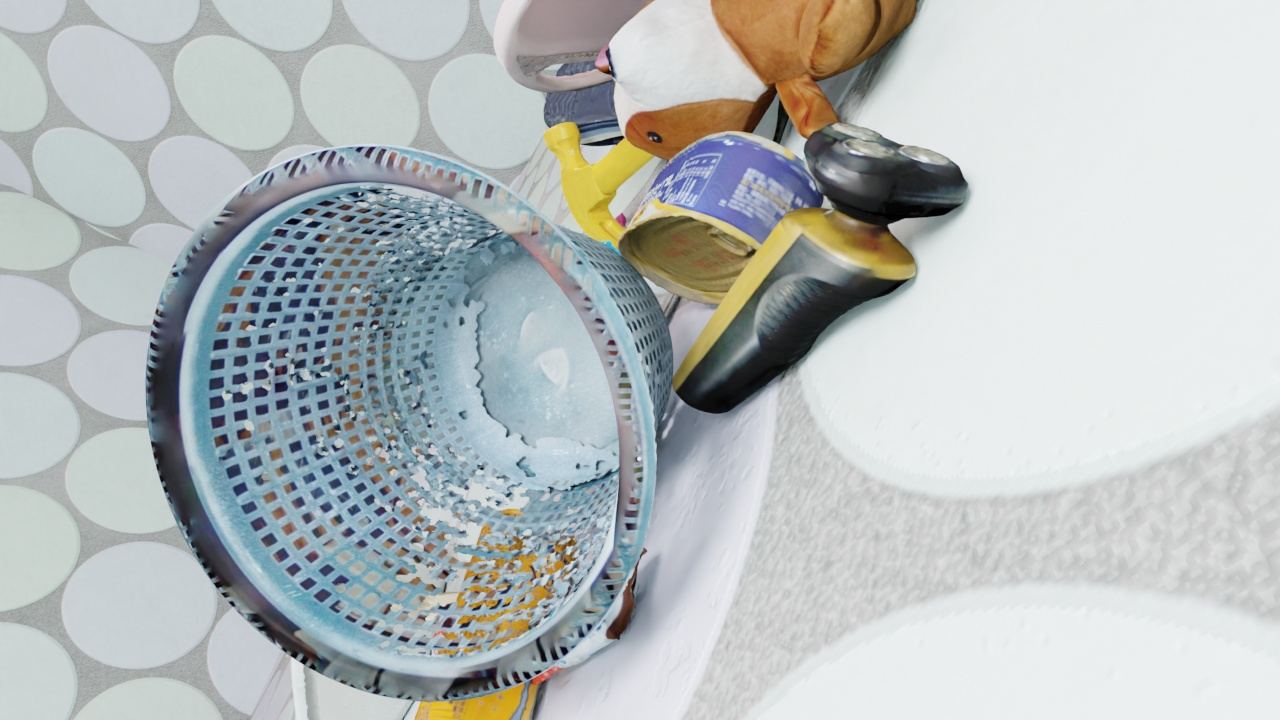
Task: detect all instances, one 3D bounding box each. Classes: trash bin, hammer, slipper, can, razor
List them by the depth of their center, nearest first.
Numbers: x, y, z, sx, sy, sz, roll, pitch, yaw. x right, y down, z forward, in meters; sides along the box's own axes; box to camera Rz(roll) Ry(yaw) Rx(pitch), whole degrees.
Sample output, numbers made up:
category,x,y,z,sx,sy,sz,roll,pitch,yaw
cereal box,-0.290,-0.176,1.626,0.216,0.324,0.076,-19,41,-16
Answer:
category,x,y,z,sx,sy,sz,roll,pitch,yaw
razor,0.060,-0.030,0.379,0.168,0.062,0.067,-53,49,49
trash bin,-0.077,0.013,0.449,0.227,0.226,0.194,-57,-8,19
can,0.038,-0.069,0.472,0.049,0.074,0.148,-61,13,-9
can,-0.078,0.155,0.497,0.058,0.058,0.145,-46,22,46
hammer,0.018,-0.170,0.664,0.032,0.128,0.302,-21,-3,-32
slipper,0.015,-0.228,0.776,0.253,0.095,0.105,-3,74,48

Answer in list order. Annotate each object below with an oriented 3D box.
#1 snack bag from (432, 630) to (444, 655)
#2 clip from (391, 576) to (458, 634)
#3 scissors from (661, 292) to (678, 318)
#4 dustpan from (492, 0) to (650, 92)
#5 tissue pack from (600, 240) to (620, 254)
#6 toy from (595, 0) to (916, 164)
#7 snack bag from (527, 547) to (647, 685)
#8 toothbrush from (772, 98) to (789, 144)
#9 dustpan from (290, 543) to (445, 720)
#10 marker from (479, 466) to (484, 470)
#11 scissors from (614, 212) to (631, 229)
category,x,y,z,sx,sy,sz,roll,pitch,yaw
snack bag,-0.112,0.199,0.553,0.048,0.026,0.104,-102,14,-72
clip,-0.122,0.162,0.588,0.096,0.101,0.035,2,61,44
scissors,-0.006,0.003,0.614,0.106,0.012,0.174,-30,34,63
dustpan,0.037,-0.245,0.520,0.274,0.221,0.139,4,109,46
tissue pack,-0.057,-0.022,0.720,0.090,0.063,0.139,-42,25,52
toy,0.046,-0.168,0.492,0.200,0.130,0.140,-24,78,55
snack bag,-0.027,0.125,0.441,0.106,0.026,0.045,-43,21,45
toothbrush,0.094,-0.180,0.583,0.185,0.017,0.012,-70,10,-26
dustpan,-0.271,0.251,0.815,0.258,0.142,0.222,-55,16,20
marker,-0.137,0.074,0.918,0.124,0.015,0.018,-53,17,40
scissors,-0.019,-0.107,0.841,0.125,0.017,0.133,-62,19,-5
